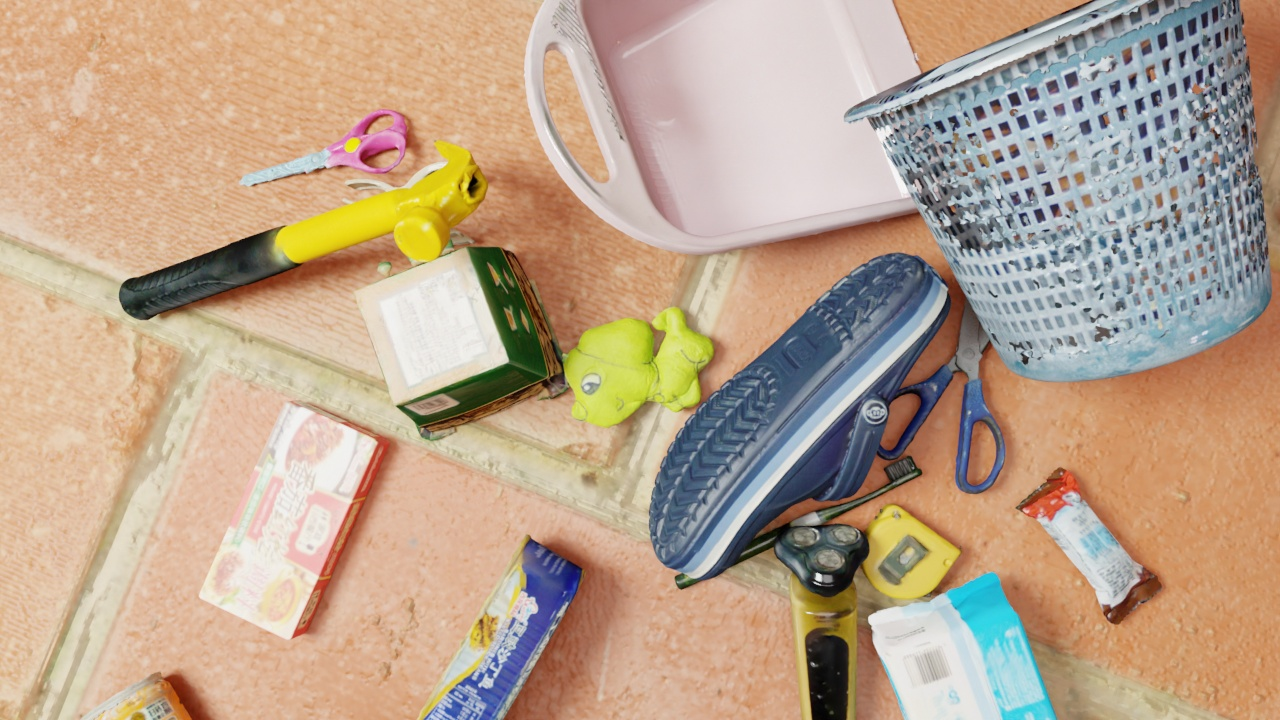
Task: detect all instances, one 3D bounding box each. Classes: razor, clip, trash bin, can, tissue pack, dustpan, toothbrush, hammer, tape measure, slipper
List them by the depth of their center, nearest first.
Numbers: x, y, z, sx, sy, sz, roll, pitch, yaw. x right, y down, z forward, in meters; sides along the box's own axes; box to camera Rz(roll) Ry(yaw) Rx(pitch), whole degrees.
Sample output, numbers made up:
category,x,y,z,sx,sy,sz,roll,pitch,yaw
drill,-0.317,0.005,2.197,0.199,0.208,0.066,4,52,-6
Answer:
category,x,y,z,sx,sy,sz,roll,pitch,yaw
trash bin,0.261,-0.102,0.543,0.226,0.226,0.195,-23,101,2
dustpan,0.072,-0.176,0.590,0.273,0.139,0.222,-23,84,3
tissue pack,0.213,0.218,0.592,0.090,0.063,0.140,-20,84,4
slipper,0.108,0.042,0.599,0.095,0.105,0.253,40,94,-17
razor,0.122,0.192,0.603,0.062,0.067,0.167,-2,93,5
hammer,-0.232,-0.076,0.611,0.301,0.128,0.033,-13,122,22
can,-0.093,0.192,0.611,0.049,0.074,0.148,31,87,2
tape measure,0.177,0.132,0.617,0.060,0.029,0.057,36,90,6
can,-0.319,0.292,0.628,0.058,0.058,0.146,-34,85,1
toothbrush,0.107,0.112,0.632,0.186,0.012,0.017,-26,79,2
clip,-0.158,-0.103,0.654,0.102,0.035,0.094,-17,84,7

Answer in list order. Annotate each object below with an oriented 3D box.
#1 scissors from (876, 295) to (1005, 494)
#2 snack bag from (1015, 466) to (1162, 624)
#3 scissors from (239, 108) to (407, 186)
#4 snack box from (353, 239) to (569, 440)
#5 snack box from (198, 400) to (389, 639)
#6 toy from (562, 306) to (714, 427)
category,x,y,z,sx,sy,sz,roll,pitch,yaw
scissors,0.225,0.012,0.625,0.166,0.012,0.155,-32,85,-5
snack bag,0.299,0.123,0.610,0.045,0.026,0.105,-37,85,-8
scissors,-0.233,-0.148,0.672,0.133,0.017,0.054,-14,71,7
snack box,-0.125,-0.015,0.610,0.118,0.105,0.117,-22,86,3
snack box,-0.245,0.112,0.651,0.075,0.025,0.153,24,88,6
toy,-0.004,0.004,0.637,0.100,0.031,0.096,18,84,1
